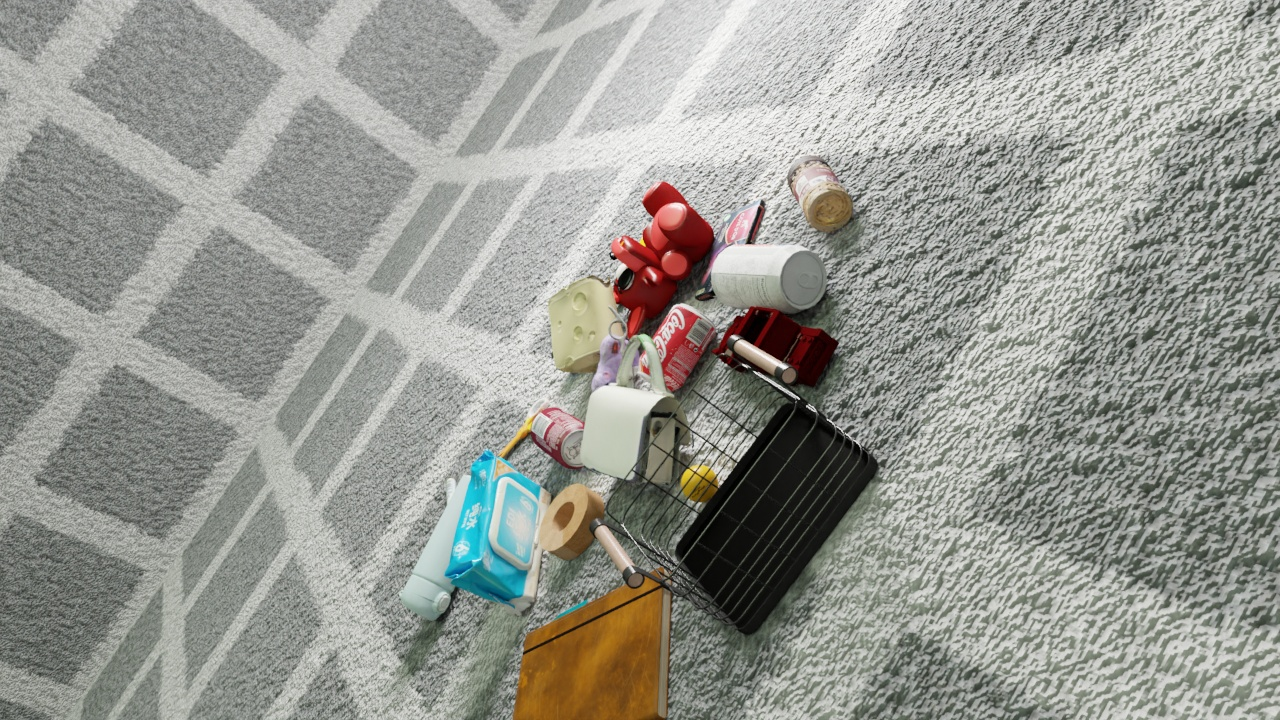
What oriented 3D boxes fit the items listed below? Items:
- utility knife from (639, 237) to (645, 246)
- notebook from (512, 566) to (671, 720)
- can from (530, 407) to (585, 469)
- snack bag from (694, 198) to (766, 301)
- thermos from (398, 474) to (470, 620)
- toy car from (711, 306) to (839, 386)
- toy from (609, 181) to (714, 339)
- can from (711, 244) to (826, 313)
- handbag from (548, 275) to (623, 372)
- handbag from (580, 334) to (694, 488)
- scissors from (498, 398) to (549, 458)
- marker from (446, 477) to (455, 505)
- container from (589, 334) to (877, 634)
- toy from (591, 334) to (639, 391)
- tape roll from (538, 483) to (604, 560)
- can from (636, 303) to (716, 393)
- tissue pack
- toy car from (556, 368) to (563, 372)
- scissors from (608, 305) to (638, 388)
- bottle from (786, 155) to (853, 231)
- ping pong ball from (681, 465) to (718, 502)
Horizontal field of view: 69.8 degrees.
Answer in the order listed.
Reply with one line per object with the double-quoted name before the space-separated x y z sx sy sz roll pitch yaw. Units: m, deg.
"utility knife" -0.006 -0.159 1.456 0.031 0.017 0.175 -9 51 47
"notebook" -0.061 0.330 0.988 0.250 0.014 0.178 -35 34 33
"can" -0.105 0.106 1.259 0.063 0.063 0.114 -57 27 -6
"snack bag" 0.122 -0.149 1.244 0.075 0.018 0.154 -18 42 50
"thermos" -0.277 0.273 1.337 0.078 0.065 0.206 11 66 32
"toy car" 0.138 -0.019 1.022 0.070 0.062 0.170 -58 28 -8
"toy" 0.017 -0.143 1.306 0.197 0.120 0.158 -55 29 16
"can" 0.149 -0.097 1.076 0.078 0.078 0.136 -59 28 -10
"handbag" -0.074 -0.053 1.321 0.111 0.081 0.119 -30 64 50
"handbag" 0.001 0.057 1.102 0.151 0.074 0.176 7 90 59
"scissors" -0.185 0.108 1.436 0.132 0.012 0.073 -42 29 20
"marker" -0.303 0.235 1.473 0.017 0.017 0.146 -47 28 14
"container" 0.084 0.118 0.876 0.241 0.130 0.163 -53 27 1
"toy" -0.032 0.017 1.244 0.037 0.080 0.099 2 77 41
"tape roll" -0.087 0.203 1.159 0.094 0.027 0.093 -38 31 28
"can" 0.045 -0.014 1.160 0.104 0.064 0.064 -57 27 -6
"tissue pack" -0.180 0.219 1.193 0.066 0.117 0.208 -30 36 29
"toy car" -0.088 -0.022 1.411 0.105 0.032 0.048 -48 28 7
"scissors" -0.019 0.006 1.206 0.141 0.014 0.171 -27 74 -1
"bottle" 0.217 -0.204 1.114 0.056 0.056 0.105 -43 29 21
"ping pong ball" 0.064 0.133 0.989 0.040 0.040 0.040 -38 31 28
